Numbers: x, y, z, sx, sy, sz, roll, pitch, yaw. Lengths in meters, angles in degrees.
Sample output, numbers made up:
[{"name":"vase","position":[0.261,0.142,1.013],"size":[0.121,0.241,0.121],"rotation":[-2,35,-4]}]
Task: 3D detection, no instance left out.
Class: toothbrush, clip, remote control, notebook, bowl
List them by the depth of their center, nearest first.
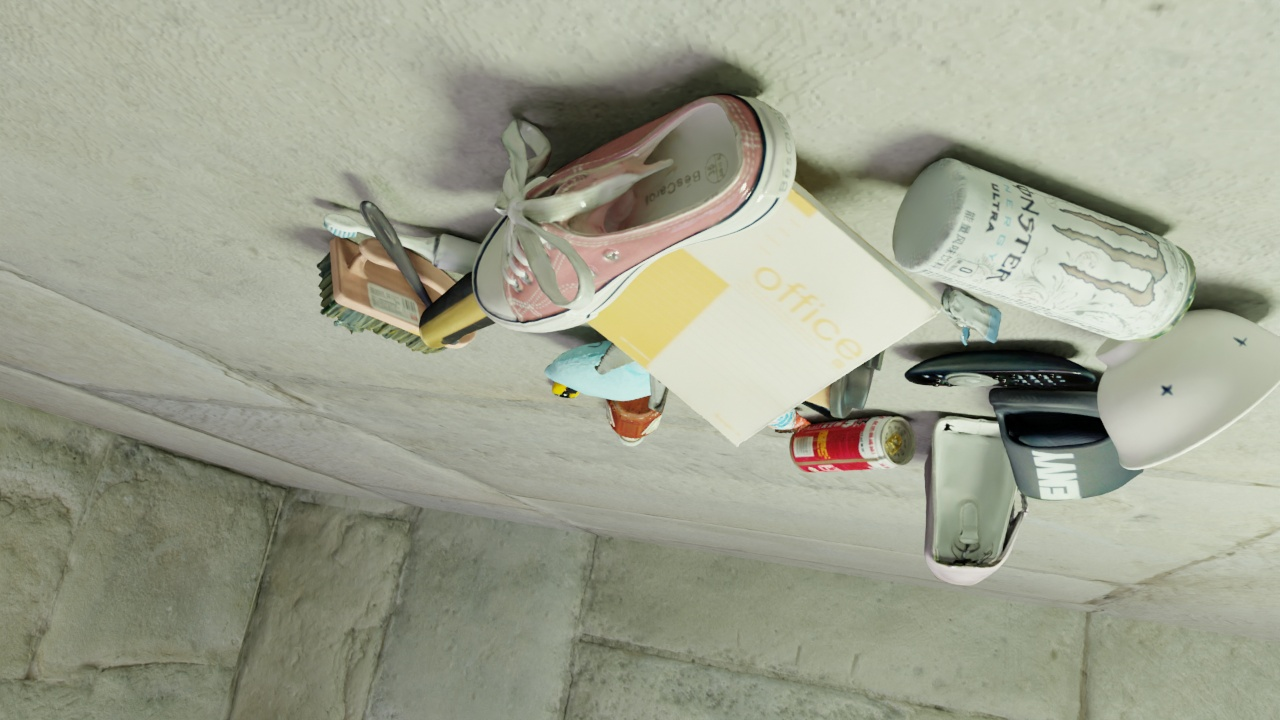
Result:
[{"name":"notebook","position":[0.056,-0.029,0.546],"size":[0.146,0.010,0.207],"rotation":[39,145,-5]},{"name":"bowl","position":[0.321,0.004,0.559],"size":[0.064,0.118,0.118],"rotation":[49,165,7]},{"name":"clip","position":[0.216,-0.031,0.607],"size":[0.058,0.027,0.044],"rotation":[28,164,-38]},{"name":"toothbrush","position":[-0.164,-0.061,0.669],"size":[0.016,0.018,0.181],"rotation":[4,154,11]},{"name":"toothbrush","position":[-0.120,-0.073,0.673],"size":[0.221,0.026,0.026],"rotation":[15,147,-14]},{"name":"remote control","position":[0.269,0.006,0.695],"size":[0.137,0.024,0.053],"rotation":[-1,167,37]}]

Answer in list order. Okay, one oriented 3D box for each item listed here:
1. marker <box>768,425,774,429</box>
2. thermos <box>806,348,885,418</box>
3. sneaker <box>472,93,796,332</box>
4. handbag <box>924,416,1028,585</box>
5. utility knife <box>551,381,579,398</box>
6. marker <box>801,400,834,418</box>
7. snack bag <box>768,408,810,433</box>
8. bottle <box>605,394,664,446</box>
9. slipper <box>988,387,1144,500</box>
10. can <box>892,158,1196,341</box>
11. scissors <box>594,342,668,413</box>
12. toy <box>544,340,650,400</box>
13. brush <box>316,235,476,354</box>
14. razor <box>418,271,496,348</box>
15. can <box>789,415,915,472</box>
[{"name":"marker","position":[0.113,0.048,0.959],"size":[0.018,0.015,0.123],"rotation":[-9,153,40]},{"name":"thermos","position":[0.098,-0.017,0.628],"size":[0.143,0.093,0.093],"rotation":[13,166,21]},{"name":"sneaker","position":[-0.034,-0.074,0.476],"size":[0.087,0.118,0.242],"rotation":[1,168,-40]},{"name":"handbag","position":[0.335,0.150,0.932],"size":[0.098,0.144,0.197],"rotation":[8,165,18]},{"name":"utility knife","position":[-0.068,0.020,0.979],"size":[0.033,0.015,0.178],"rotation":[11,164,-13]},{"name":"marker","position":[0.158,0.033,0.874],"size":[0.015,0.018,0.124],"rotation":[4,164,40]},{"name":"snack bag","position":[0.131,0.050,0.935],"size":[0.045,0.026,0.105],"rotation":[0,159,43]},{"name":"bottle","position":[-0.007,0.060,1.001],"size":[0.060,0.059,0.206],"rotation":[10,164,1]},{"name":"slipper","position":[0.376,0.083,0.783],"size":[0.111,0.083,0.268],"rotation":[-1,164,36]},{"name":"can","position":[0.205,-0.054,0.469],"size":[0.146,0.058,0.058],"rotation":[15,164,-15]},{"name":"scissors","position":[0.029,-0.031,0.590],"size":[0.225,0.015,0.189],"rotation":[0,133,38]},{"name":"toy","position":[-0.005,0.005,0.828],"size":[0.161,0.049,0.156],"rotation":[4,157,-6]},{"name":"brush","position":[-0.186,-0.049,0.746],"size":[0.073,0.063,0.145],"rotation":[-34,144,25]},{"name":"razor","position":[-0.097,-0.045,0.640],"size":[0.168,0.067,0.062],"rotation":[-23,173,38]},{"name":"can","position":[0.220,0.088,0.959],"size":[0.053,0.053,0.133],"rotation":[20,162,-29]}]
